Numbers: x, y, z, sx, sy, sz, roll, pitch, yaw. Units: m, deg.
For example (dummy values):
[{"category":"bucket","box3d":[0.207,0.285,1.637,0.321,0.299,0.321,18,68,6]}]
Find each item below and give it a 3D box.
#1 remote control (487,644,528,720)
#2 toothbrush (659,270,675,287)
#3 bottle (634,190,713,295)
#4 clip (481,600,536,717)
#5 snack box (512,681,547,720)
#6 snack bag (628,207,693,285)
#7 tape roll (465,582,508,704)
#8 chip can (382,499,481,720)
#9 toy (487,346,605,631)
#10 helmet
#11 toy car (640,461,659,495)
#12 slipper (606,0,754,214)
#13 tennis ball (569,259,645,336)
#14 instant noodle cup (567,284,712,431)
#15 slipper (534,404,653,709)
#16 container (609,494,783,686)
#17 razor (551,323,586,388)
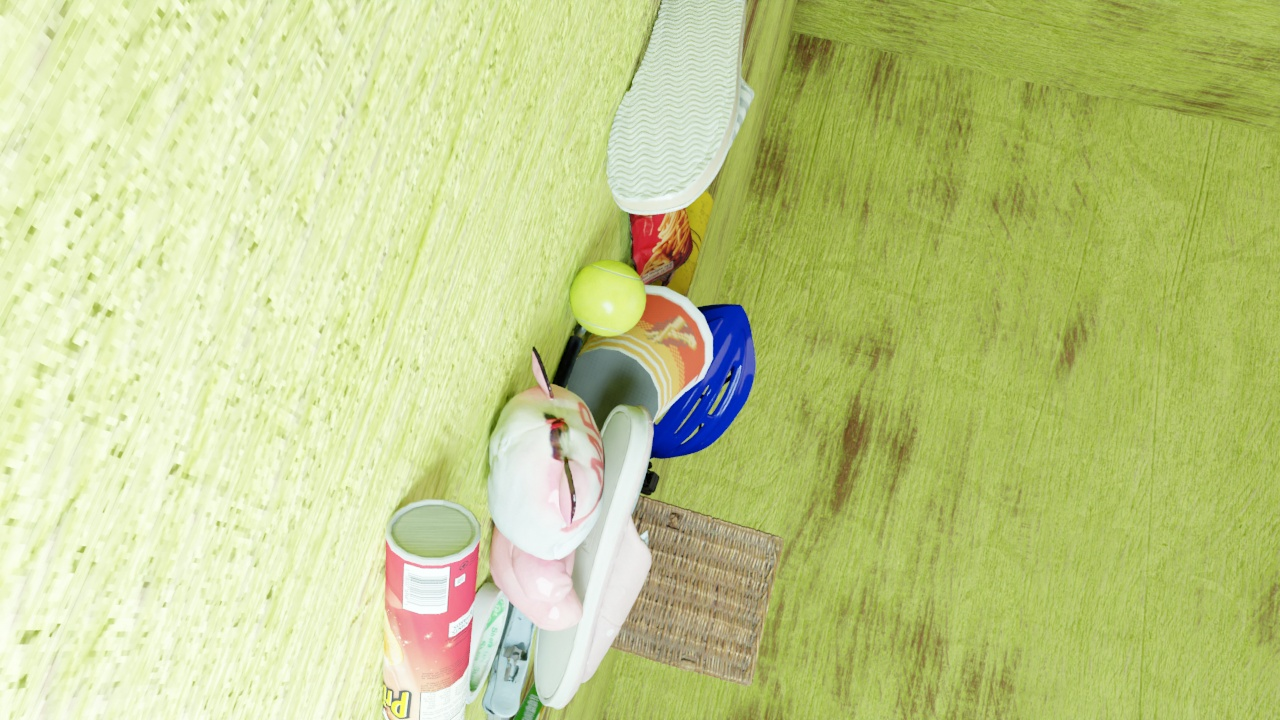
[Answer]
[{"category":"remote control","box3d":[-0.131,0.311,0.911,0.074,0.019,0.151,-65,170,-45]},{"category":"toothbrush","box3d":[-0.005,-0.027,1.068,0.190,0.016,0.016,-65,-156,4]},{"category":"bottle","box3d":[0.037,-0.131,1.121,0.071,0.071,0.163,88,18,-67]},{"category":"clip","box3d":[-0.103,0.226,0.797,0.115,0.028,0.163,127,-24,-66]},{"category":"snack box","box3d":[-0.140,0.433,1.014,0.168,0.027,0.132,-41,153,-79]},{"category":"snack bag","box3d":[0.011,-0.180,0.975,0.208,0.067,0.138,80,30,-52]},{"category":"tape roll","box3d":[-0.132,0.229,0.747,0.094,0.018,0.094,17,88,-83]},{"category":"chip can","box3d":[-0.126,0.180,0.542,0.051,0.052,0.215,-64,166,-59]},{"category":"toy","box3d":[-0.071,0.103,0.679,0.214,0.084,0.141,103,-13,-50]},{"category":"helmet","box3d":[0.048,0.016,1.158,0.242,0.147,0.227,-57,-169,12]},{"category":"toy car","box3d":[-0.020,0.138,1.174,0.037,0.092,0.040,-52,-172,33]},{"category":"slipper","box3d":[0.039,-0.235,0.802,0.054,0.115,0.272,55,43,-53]},{"category":"tennis ball","box3d":[-0.028,-0.053,0.784,0.065,0.065,0.065,16,88,-83]},{"category":"instant noodle cup","box3d":[-0.005,0.005,0.907,0.120,0.123,0.124,-50,155,-56]},{"category":"slipper","box3d":[-0.032,0.170,0.785,0.114,0.054,0.274,-142,-112,-67]},{"category":"container","box3d":[0.005,0.250,1.039,0.183,0.250,0.162,116,-9,-74]},{"category":"razor","box3d":[-0.064,0.004,0.820,0.043,0.022,0.144,-21,-143,47]}]
